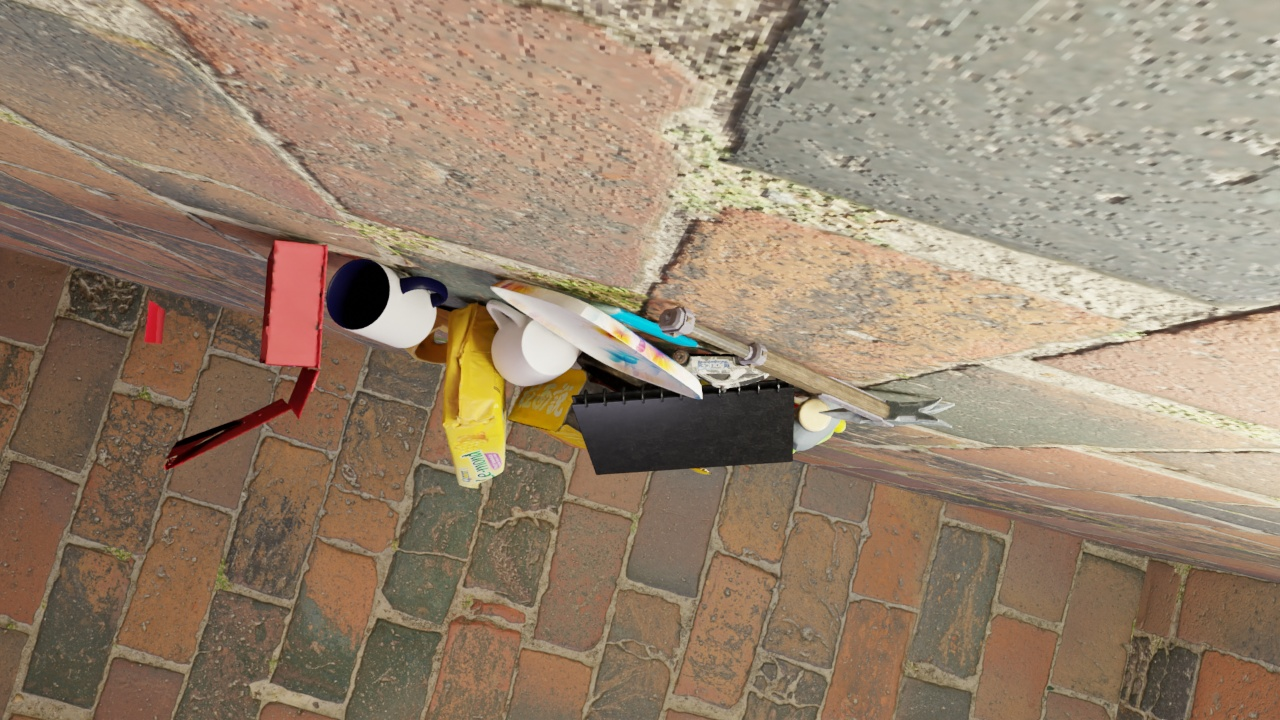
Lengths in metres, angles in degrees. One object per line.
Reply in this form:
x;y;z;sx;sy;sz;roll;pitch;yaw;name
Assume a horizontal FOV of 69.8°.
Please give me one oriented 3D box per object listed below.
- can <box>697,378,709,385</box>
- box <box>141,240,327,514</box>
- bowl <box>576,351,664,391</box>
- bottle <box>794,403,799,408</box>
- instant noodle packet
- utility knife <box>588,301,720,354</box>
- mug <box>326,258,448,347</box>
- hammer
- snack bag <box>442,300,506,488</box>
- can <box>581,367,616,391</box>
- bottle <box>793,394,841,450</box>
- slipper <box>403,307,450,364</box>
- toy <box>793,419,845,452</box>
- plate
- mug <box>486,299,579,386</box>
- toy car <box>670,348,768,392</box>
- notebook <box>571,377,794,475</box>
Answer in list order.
0.080;0.050;1.077;0.067;0.067;0.105;16;157;-11;can
-0.415;0.022;1.008;0.124;0.315;0.211;29;170;-22;box
-0.006;0.006;1.033;0.121;0.056;0.121;29;171;5;bowl
0.168;0.053;1.148;0.036;0.036;0.119;10;173;41;bottle
-0.032;0.089;1.157;0.221;0.084;0.163;29;167;-27;instant noodle packet
0.022;-0.027;0.878;0.031;0.015;0.209;14;175;37;utility knife
-0.268;-0.066;1.005;0.112;0.078;0.097;-16;166;14;mug
0.136;0.011;0.844;0.316;0.028;0.147;22;163;-36;hammer
-0.203;0.050;1.150;0.068;0.159;0.248;2;154;-6;snack bag
0.003;0.045;1.226;0.170;0.067;0.067;28;170;-18;can
0.201;0.071;1.075;0.046;0.072;0.161;53;-178;12;bottle
-0.274;-0.032;1.267;0.264;0.078;0.099;13;177;28;slipper
0.208;0.089;1.283;0.131;0.096;0.124;32;174;21;toy
-0.039;-0.024;0.861;0.187;0.016;0.187;34;170;-37;plate
-0.127;-0.026;1.031;0.114;0.080;0.088;49;157;-14;mug
0.073;0.011;0.917;0.113;0.040;0.048;1;170;12;toy car
0.051;0.074;1.010;0.231;0.019;0.169;-5;145;6;notebook
